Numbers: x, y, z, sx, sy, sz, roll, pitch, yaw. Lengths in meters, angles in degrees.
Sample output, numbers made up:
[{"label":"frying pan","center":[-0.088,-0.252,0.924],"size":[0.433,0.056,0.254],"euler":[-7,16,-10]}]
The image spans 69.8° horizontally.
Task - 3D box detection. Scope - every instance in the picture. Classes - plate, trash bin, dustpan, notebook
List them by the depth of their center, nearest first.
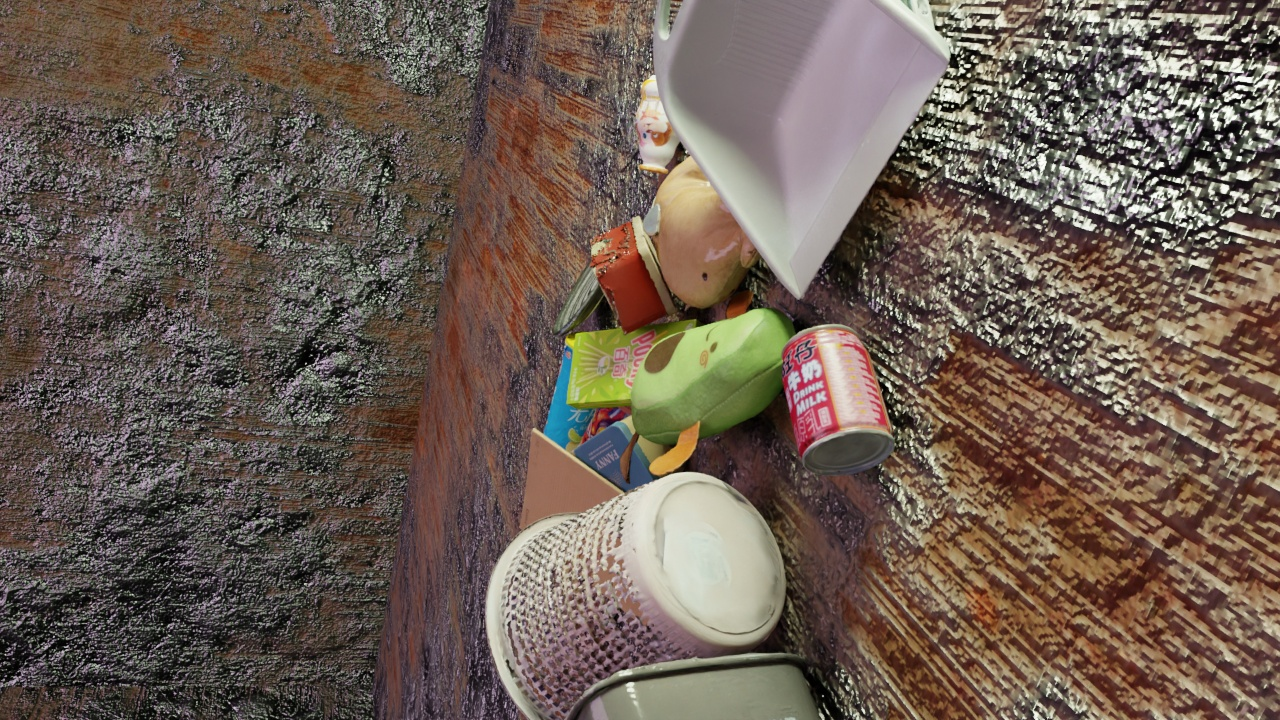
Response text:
[{"label":"trash bin","center":[0.054,0.351,0.632],"size":[0.219,0.198,0.199],"euler":[-117,39,-46]},{"label":"dustpan","center":[0.090,-0.224,0.713],"size":[0.223,0.142,0.257],"euler":[116,161,-44]},{"label":"trash bin","center":[0.009,0.201,0.787],"size":[0.193,0.227,0.227],"euler":[-43,43,42]},{"label":"notebook","center":[-0.053,0.185,1.013],"size":[0.211,0.012,0.150],"euler":[32,128,30]},{"label":"plate","center":[-0.064,-0.103,1.250],"size":[0.180,0.024,0.179],"euler":[-53,14,19]}]

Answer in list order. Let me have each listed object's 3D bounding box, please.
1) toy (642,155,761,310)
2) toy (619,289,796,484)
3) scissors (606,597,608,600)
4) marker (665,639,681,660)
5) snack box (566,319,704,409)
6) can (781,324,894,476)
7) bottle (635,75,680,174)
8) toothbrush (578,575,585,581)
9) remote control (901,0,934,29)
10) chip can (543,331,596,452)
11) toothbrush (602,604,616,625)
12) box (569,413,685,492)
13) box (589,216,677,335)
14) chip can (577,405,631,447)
[{"label":"toy","center":[0.071,-0.114,0.876],"size":[0.226,0.082,0.144],"euler":[-123,42,-57]},{"label":"toy","center":[0.056,0.018,0.826],"size":[0.247,0.090,0.226],"euler":[-28,31,50]},{"label":"scissors","center":[-0.015,0.194,1.073],"size":[0.172,0.014,0.146],"euler":[-50,37,46]},{"label":"marker","center":[0.034,0.302,0.925],"size":[0.017,0.017,0.145],"euler":[127,145,-53]},{"label":"snack box","center":[-0.006,0.006,0.983],"size":[0.157,0.026,0.085],"euler":[-5,68,32]},{"label":"can","center":[0.140,0.028,0.664],"size":[0.067,0.066,0.093],"euler":[123,147,-49]},{"label":"bottle","center":[0.025,-0.275,1.075],"size":[0.063,0.063,0.108],"euler":[-145,64,-67]},{"label":"toothbrush","center":[-0.042,0.256,1.139],"size":[0.186,0.017,0.012],"euler":[136,140,-59]},{"label":"remote control","center":[0.178,-0.226,0.715],"size":[0.135,0.019,0.056],"euler":[132,140,-57]},{"label":"chip can","center":[-0.090,0.069,1.252],"size":[0.071,0.071,0.211],"euler":[-120,42,-58]},{"label":"toothbrush","center":[-0.015,0.259,1.069],"size":[0.020,0.029,0.190],"euler":[40,134,17]},{"label":"box","center":[-0.028,0.119,1.006],"size":[0.090,0.061,0.185],"euler":[56,139,5]},{"label":"box","center":[-0.018,-0.095,1.009],"size":[0.168,0.080,0.091],"euler":[-99,-16,-71]},{"label":"chip can","center":[-0.032,0.092,1.094],"size":[0.215,0.071,0.071],"euler":[118,151,-42]}]
